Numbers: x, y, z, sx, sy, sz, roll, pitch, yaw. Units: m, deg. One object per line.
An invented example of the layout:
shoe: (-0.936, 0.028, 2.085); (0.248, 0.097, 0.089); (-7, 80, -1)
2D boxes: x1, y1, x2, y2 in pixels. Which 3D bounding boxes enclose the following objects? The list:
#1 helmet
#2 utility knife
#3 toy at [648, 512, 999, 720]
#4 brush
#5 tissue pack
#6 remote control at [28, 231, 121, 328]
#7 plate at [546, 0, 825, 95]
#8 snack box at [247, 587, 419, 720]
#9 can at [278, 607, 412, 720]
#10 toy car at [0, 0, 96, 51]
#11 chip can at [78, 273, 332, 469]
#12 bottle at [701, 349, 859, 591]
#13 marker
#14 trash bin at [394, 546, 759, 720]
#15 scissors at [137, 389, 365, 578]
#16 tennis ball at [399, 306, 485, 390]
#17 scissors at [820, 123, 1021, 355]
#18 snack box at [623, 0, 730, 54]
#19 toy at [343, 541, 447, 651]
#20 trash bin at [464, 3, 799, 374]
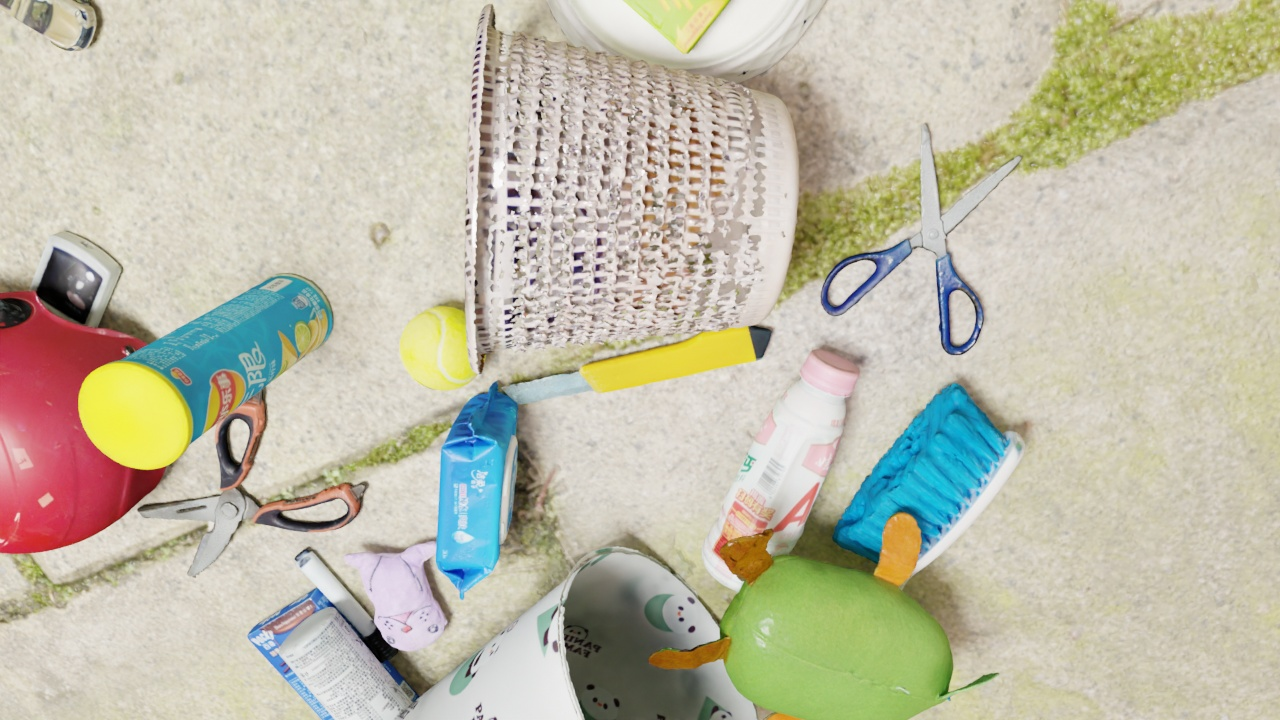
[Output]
helmet: (-0.513, 0.060, 0.726); (0.240, 0.143, 0.207); (22, 118, -11)
utility knife: (-0.004, 0.004, 0.719); (0.219, 0.015, 0.033); (-12, 109, 10)
toy: (0.136, 0.209, 0.683); (0.246, 0.090, 0.227); (25, 106, -19)
brush: (0.198, 0.166, 0.737); (0.109, 0.060, 0.315); (29, 115, -7)
tissue pack: (-0.128, 0.103, 0.734); (0.052, 0.094, 0.157); (7, 112, -1)
remote control: (-0.488, -0.035, 0.770); (0.058, 0.021, 0.150); (33, 112, -5)
plate: (0.028, -0.276, 0.594); (0.205, 0.045, 0.205); (2, 111, 6)
snack box: (-0.285, 0.292, 0.863); (0.085, 0.026, 0.157); (-31, 104, 16)
can: (-0.252, 0.291, 0.813); (0.058, 0.058, 0.147); (-30, 104, 17)
toy car: (-0.444, -0.263, 0.670); (0.090, 0.035, 0.042); (33, 113, -8)
chip can: (-0.297, -0.001, 0.654); (0.071, 0.209, 0.071); (2, 111, 6)
bottle: (0.111, 0.086, 0.709); (0.068, 0.068, 0.197); (21, 111, 0)
marker: (-0.269, 0.225, 0.839); (0.018, 0.022, 0.131); (-23, 109, 46)
trash bin: (-0.067, 0.313, 0.744); (0.252, 0.229, 0.229); (-38, 102, 24)
scissors: (-0.347, 0.123, 0.815); (0.189, 0.015, 0.226); (25, 113, -2)
tennis ball: (-0.152, -0.009, 0.709); (0.065, 0.065, 0.065); (3, 111, 7)
scissors: (0.205, -0.078, 0.662); (0.162, 0.012, 0.176); (-21, 106, 15)
snack box: (-0.003, -0.273, 0.561); (0.156, 0.026, 0.086); (39, 112, -8)
toy: (-0.208, 0.211, 0.815); (0.084, 0.039, 0.108); (-10, 108, 2)
trash bin: (-0.010, -0.101, 0.590); (0.192, 0.227, 0.228); (2, 111, -7)
